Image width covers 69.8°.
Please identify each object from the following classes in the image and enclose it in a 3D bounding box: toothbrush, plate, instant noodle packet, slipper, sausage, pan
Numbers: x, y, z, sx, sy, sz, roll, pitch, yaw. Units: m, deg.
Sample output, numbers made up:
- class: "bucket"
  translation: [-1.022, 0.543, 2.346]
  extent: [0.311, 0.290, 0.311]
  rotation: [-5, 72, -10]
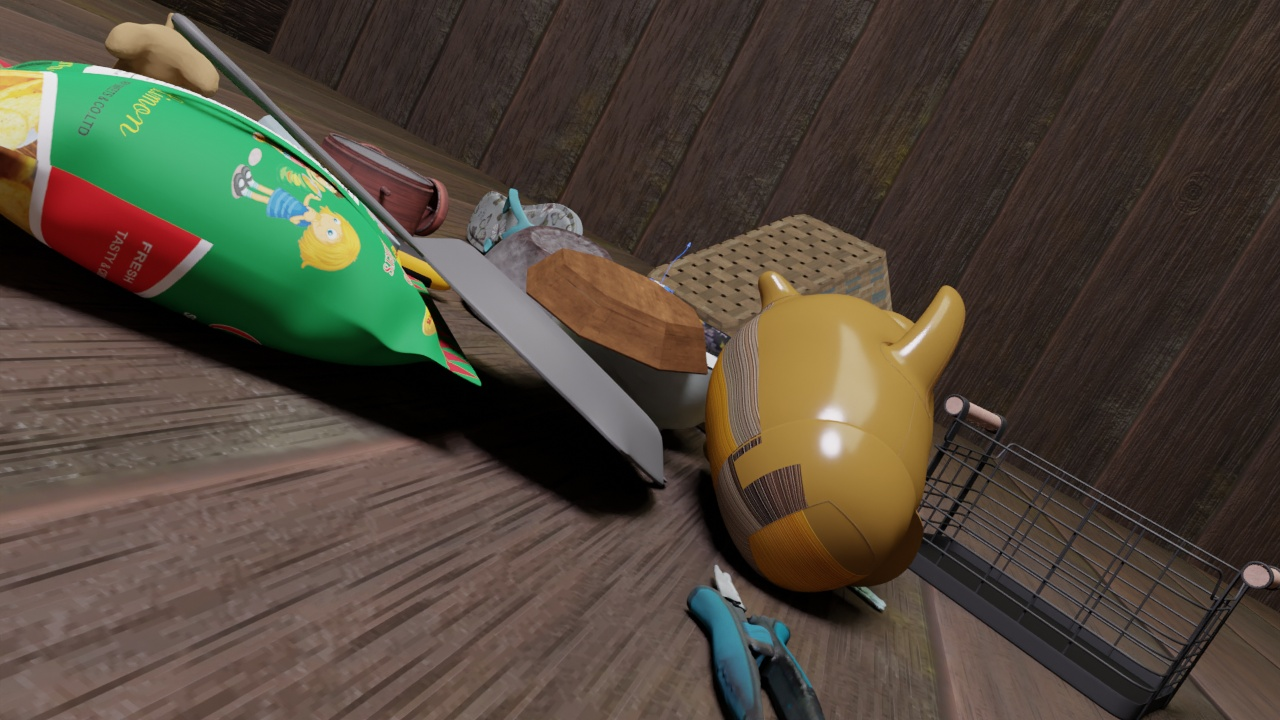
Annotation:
- class: "toothbrush"
  translation: [-0.237, -0.101, 0.716]
  extent: [0.196, 0.031, 0.031]
  rotation: [24, -5, -12]
- class: "plate"
  translation: [-0.011, -0.035, 0.582]
  extent: [0.131, 0.025, 0.131]
  rotation: [25, 16, -8]
- class: "instant noodle packet"
  translation: [-0.204, -0.073, 0.441]
  extent: [0.252, 0.090, 0.195]
  rotation: [29, 6, -27]
- class: "slipper"
  translation: [-0.157, -0.150, 1.068]
  extent: [0.054, 0.098, 0.269]
  rotation: [23, 1, -35]
- class: "sausage"
  translation: [0.006, -0.040, 0.662]
  extent: [0.155, 0.020, 0.020]
  rotation: [31, 9, 16]
- class: "pan"
  translation: [-0.086, -0.043, 0.481]
  extent: [0.354, 0.024, 0.216]
  rotation: [46, -3, -34]

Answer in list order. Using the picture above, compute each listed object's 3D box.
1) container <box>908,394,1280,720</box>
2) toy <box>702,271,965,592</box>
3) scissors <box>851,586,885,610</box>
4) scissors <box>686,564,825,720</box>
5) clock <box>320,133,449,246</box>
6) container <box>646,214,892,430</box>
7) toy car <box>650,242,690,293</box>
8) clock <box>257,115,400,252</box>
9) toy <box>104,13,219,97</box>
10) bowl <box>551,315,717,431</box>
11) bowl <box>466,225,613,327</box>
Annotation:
- class: "container"
  translation: [0.323, 0.145, 0.699]
  extent: [0.241, 0.130, 0.162]
  rotation: [35, 11, 39]
- class: "toy"
  translation: [0.110, 0.052, 0.540]
  extent: [0.162, 0.199, 0.202]
  rotation: [47, 29, -15]
- class: "scissors"
  translation: [0.108, 0.118, 0.591]
  extent: [0.063, 0.015, 0.138]
  rotation: [12, 23, -47]
- class: "scissors"
  translation: [0.040, 0.112, 0.373]
  extent: [0.129, 0.019, 0.137]
  rotation: [34, 8, 36]
- class: "clock"
  translation: [-0.246, -0.153, 0.845]
  extent: [0.120, 0.072, 0.157]
  rotation: [29, 9, 4]
- class: "container"
  translation: [0.116, -0.011, 0.879]
  extent: [0.249, 0.187, 0.157]
  rotation: [-24, 41, -30]
- class: "toy car"
  translation: [0.019, -0.067, 0.718]
  extent: [0.033, 0.062, 0.092]
  rotation: [29, 8, 4]
- class: "clock"
  translation: [-0.223, -0.110, 0.623]
  extent: [0.122, 0.045, 0.159]
  rotation: [49, -4, -38]
- class: "toy"
  translation: [-0.311, -0.154, 0.569]
  extent: [0.134, 0.108, 0.105]
  rotation: [22, 27, -37]
- class: "bowl"
  translation: [-0.004, 0.004, 0.688]
  extent: [0.153, 0.073, 0.153]
  rotation: [27, 9, -5]
- class: "bowl"
  translation: [-0.072, -0.069, 0.785]
  extent: [0.145, 0.067, 0.144]
  rotation: [18, 25, -9]
